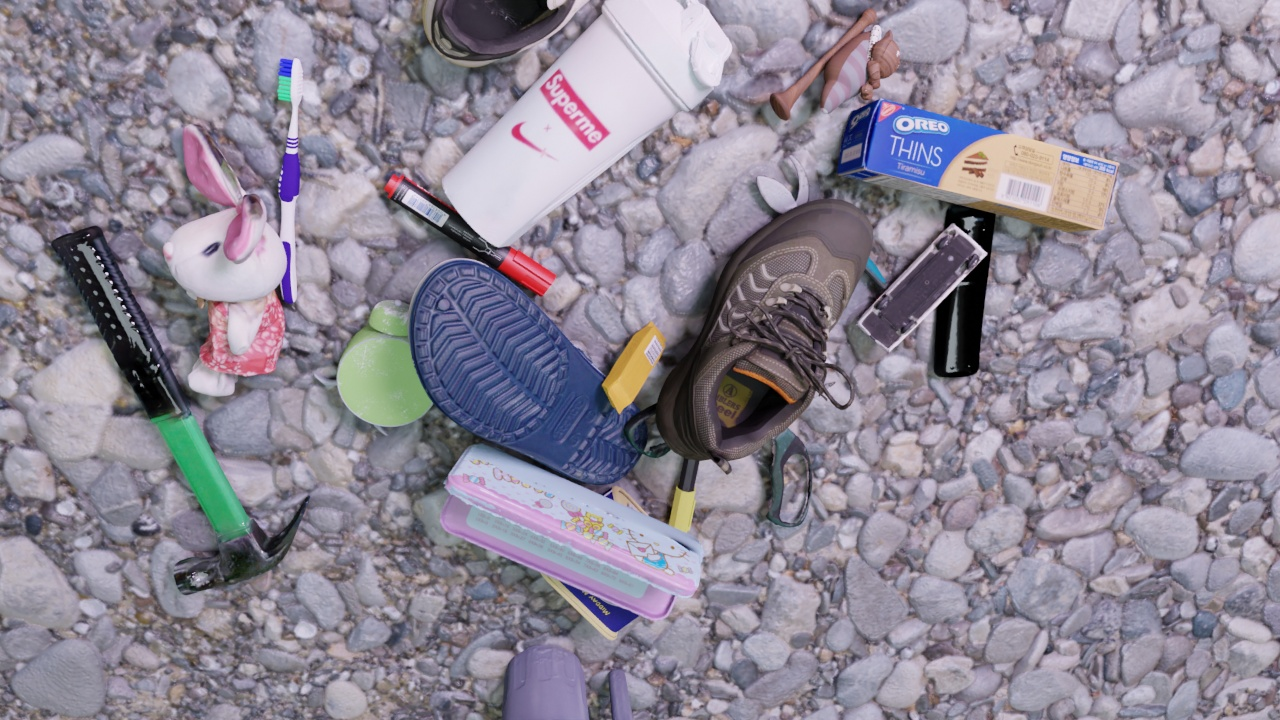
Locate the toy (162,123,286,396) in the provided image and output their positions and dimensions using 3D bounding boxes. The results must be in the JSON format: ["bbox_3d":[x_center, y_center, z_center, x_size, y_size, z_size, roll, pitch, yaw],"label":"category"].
[{"bbox_3d":[-0.302,-0.061,0.672,0.084,0.159,0.195,-11,135,-35],"label":"toy"}]

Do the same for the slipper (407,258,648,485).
[{"bbox_3d":[-0.095,0.017,0.730,0.105,0.095,0.253,-50,128,-5],"label":"slipper"}]

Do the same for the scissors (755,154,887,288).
[{"bbox_3d":[0.148,-0.091,0.751,0.124,0.019,0.156,2,114,-8],"label":"scissors"}]

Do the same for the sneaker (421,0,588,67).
[{"bbox_3d":[-0.047,-0.281,0.603,0.242,0.102,0.089,-37,111,8],"label":"sneaker"}]

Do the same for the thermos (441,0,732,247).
[{"bbox_3d":[-0.038,-0.174,0.657,0.221,0.099,0.099,-39,111,14],"label":"thermos"}]

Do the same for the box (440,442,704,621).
[{"bbox_3d":[-0.058,0.145,0.736,0.214,0.092,0.089,24,98,-2],"label":"box"}]

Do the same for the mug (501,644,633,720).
[{"bbox_3d":[-0.069,0.330,0.858,0.124,0.104,0.084,-1,112,-6],"label":"mug"}]

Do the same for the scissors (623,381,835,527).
[{"bbox_3d":[0.084,0.077,0.794,0.201,0.015,0.202,-14,115,-17],"label":"scissors"}]

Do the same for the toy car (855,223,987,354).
[{"bbox_3d":[0.232,-0.059,0.762,0.039,0.039,0.113,44,103,7],"label":"toy car"}]

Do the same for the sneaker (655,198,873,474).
[{"bbox_3d":[0.102,-0.019,0.676,0.101,0.143,0.238,33,92,-15],"label":"sneaker"}]

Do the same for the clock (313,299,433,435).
[{"bbox_3d":[-0.196,0.006,0.741,0.119,0.042,0.094,-43,112,11],"label":"clock"}]

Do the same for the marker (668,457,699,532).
[{"bbox_3d":[0.044,0.103,0.822,0.021,0.017,0.124,-8,117,-40],"label":"marker"}]

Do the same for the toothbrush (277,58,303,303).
[{"bbox_3d":[-0.265,-0.131,0.690,0.016,0.015,0.187,8,112,-7],"label":"toothbrush"}]

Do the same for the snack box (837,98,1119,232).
[{"bbox_3d":[0.261,-0.150,0.711,0.206,0.056,0.057,12,94,-11],"label":"snack box"}]

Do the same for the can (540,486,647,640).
[{"bbox_3d":[-0.024,0.181,0.826,0.092,0.056,0.116,-37,112,8],"label":"can"}]

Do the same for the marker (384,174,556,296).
[{"bbox_3d":[-0.132,-0.098,0.714,0.145,0.021,0.024,33,143,-18],"label":"marker"}]

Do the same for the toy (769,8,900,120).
[{"bbox_3d":[0.151,-0.213,0.686,0.102,0.041,0.055,-45,77,5],"label":"toy"}]

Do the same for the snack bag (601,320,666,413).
[{"bbox_3d":[-0.004,0.004,0.740,0.020,0.099,0.026,-15,119,36],"label":"snack bag"}]

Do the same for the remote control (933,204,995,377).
[{"bbox_3d":[0.275,-0.057,0.778,0.041,0.020,0.152,-3,111,-3],"label":"remote control"}]

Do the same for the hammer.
[{"bbox_3d":[-0.378,0.045,0.744,0.130,0.032,0.319,-16,113,2],"label":"hammer"}]
